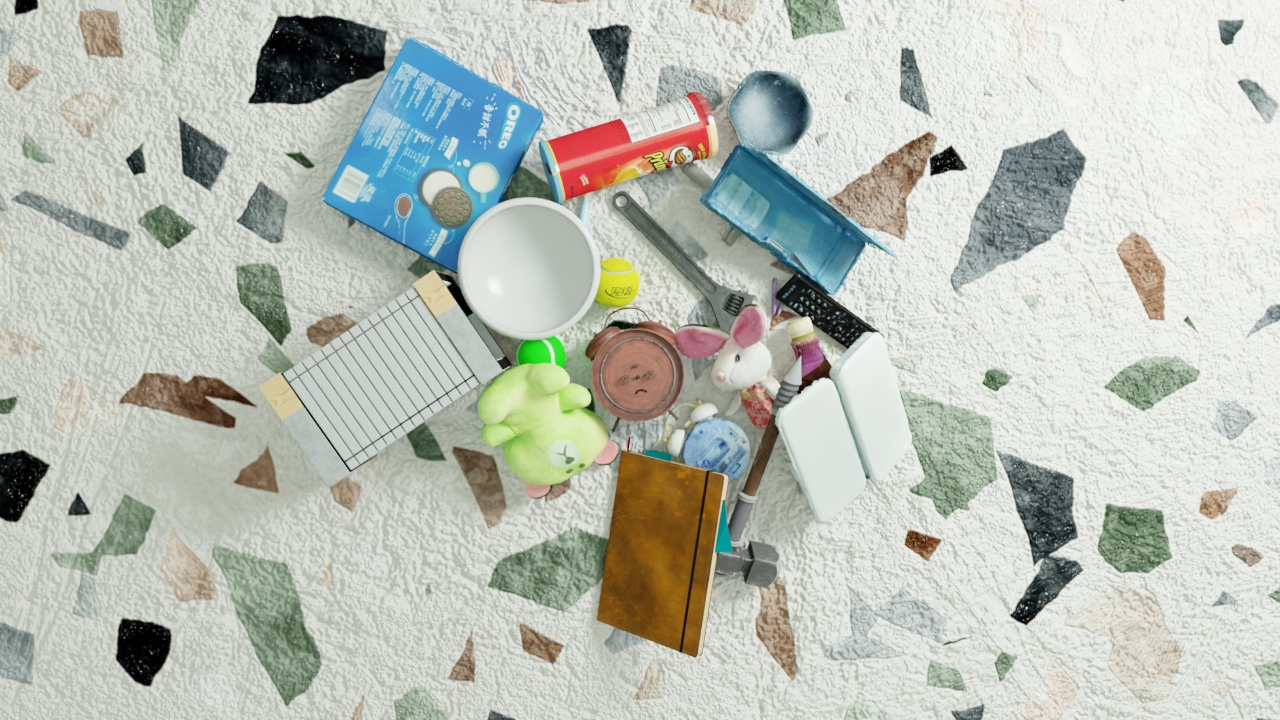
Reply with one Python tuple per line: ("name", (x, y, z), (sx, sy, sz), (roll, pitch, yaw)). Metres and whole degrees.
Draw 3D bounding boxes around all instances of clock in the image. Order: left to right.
("clock", (-0.007, 0.007, 1.188), (0.120, 0.072, 0.157), (-10, 84, -3))
("clock", (0.087, 0.108, 1.215), (0.125, 0.052, 0.089), (43, 90, -4))

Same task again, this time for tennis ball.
("tennis ball", (-0.130, -0.005, 1.191), (0.065, 0.065, 0.065), (0, 92, -3))
("tennis ball", (-0.033, -0.101, 1.191), (0.065, 0.065, 0.065), (0, 92, -3))

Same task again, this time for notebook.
("notebook", (0.033, 0.239, 1.185), (0.179, 0.014, 0.249), (10, 93, 35))

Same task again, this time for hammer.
("hammer", (0.149, 0.140, 1.166), (0.156, 0.043, 0.323), (14, 112, -8))

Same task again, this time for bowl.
("bowl", (-0.140, -0.116, 1.165), (0.176, 0.066, 0.176), (-1, 99, -4))
("bowl", (0.164, -0.318, 1.197), (0.110, 0.055, 0.110), (0, 93, -4))

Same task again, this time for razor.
("razor", (0.103, -0.221, 1.209), (0.116, 0.047, 0.088), (40, 90, 4))

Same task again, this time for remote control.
("remote control", (0.252, -0.061, 1.220), (0.150, 0.022, 0.047), (34, 127, -10))

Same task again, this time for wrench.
("wrench", (0.063, -0.124, 1.221), (0.273, 0.018, 0.073), (45, 90, -3))

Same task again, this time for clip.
("clip", (0.182, -0.089, 1.231), (0.043, 0.014, 0.051), (38, 88, -4))

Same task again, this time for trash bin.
("trash bin", (-0.308, 0.019, 1.144), (0.247, 0.142, 0.142), (-34, 94, -1))

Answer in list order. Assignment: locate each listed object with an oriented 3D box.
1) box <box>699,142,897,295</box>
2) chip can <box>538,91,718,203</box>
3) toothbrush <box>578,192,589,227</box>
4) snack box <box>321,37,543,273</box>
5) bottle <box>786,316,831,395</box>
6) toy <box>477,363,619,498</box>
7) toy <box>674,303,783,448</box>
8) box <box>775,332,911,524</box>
("box", (0.202, -0.169, 1.146), (0.231, 0.111, 0.094), (33, 91, -23))
("chip can", (-0.015, -0.269, 1.164), (0.213, 0.087, 0.087), (-19, 93, -8))
("toothbrush", (-0.075, -0.199, 1.210), (0.022, 0.016, 0.155), (6, 92, 20))
("snack box", (-0.262, -0.260, 1.177), (0.195, 0.056, 0.239), (28, 90, -4))
("bottle", (0.233, 0.025, 1.214), (0.059, 0.059, 0.166), (-18, 94, -2))
("toy", (-0.124, 0.081, 1.163), (0.150, 0.197, 0.107), (-29, 50, -9))
("toy", (0.137, 0.023, 1.193), (0.084, 0.159, 0.194), (-39, 109, -40))
("box", (0.265, 0.088, 1.166), (0.191, 0.045, 0.209), (-37, 124, -19))
